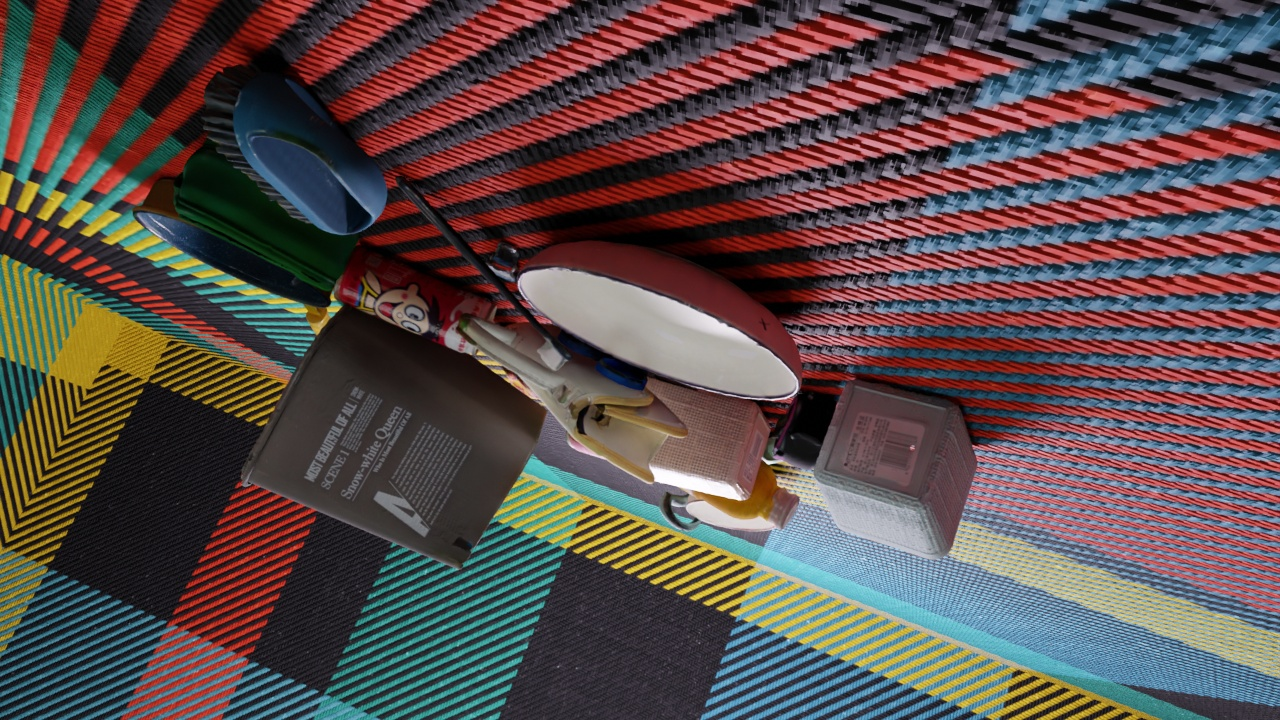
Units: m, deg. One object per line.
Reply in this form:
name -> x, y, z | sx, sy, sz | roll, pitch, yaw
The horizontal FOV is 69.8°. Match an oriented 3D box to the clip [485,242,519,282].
clip -> -0.100, -0.069, 0.665 | 0.025, 0.032, 0.057 | 27, 170, -7

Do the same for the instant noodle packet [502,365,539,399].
instant noodle packet -> -0.083, 0.023, 0.952 | 0.128, 0.044, 0.111 | 21, 163, 6

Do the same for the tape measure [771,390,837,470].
tape measure -> 0.125, 0.054, 0.707 | 0.039, 0.056, 0.058 | 22, 144, 4

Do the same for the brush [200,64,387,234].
brush -> -0.190, -0.116, 0.540 | 0.073, 0.055, 0.144 | 19, 166, 13

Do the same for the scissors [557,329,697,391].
scissors -> 0.006, 0.012, 0.729 | 0.172, 0.012, 0.132 | 25, -170, -29

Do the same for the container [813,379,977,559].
container -> 0.177, 0.074, 0.641 | 0.090, 0.090, 0.111 | 15, 162, 29

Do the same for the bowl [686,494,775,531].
bowl -> 0.116, 0.163, 1.123 | 0.113, 0.062, 0.114 | 11, 155, 5

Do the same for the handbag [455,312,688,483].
handbag -> -0.061, 0.012, 0.740 | 0.178, 0.063, 0.163 | 32, -175, -39

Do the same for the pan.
pan -> -0.373, -0.068, 0.977 | 0.198, 0.078, 0.357 | 15, 165, 28

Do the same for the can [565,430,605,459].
can -> -0.017, 0.097, 1.106 | 0.147, 0.057, 0.058 | 13, 164, 34

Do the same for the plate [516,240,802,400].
plate -> 0.016, -0.030, 0.589 | 0.192, 0.039, 0.192 | 21, 167, 5

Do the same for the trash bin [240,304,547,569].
trash bin -> -0.227, 0.071, 0.897 | 0.219, 0.199, 0.198 | 31, -168, -7

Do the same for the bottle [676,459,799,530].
bottle -> 0.067, 0.104, 0.909 | 0.189, 0.068, 0.068 | 29, 171, 22

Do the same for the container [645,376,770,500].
container -> 0.051, 0.072, 0.834 | 0.111, 0.089, 0.090 | 14, 165, 22

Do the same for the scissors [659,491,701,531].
scissors -> 0.062, 0.148, 1.191 | 0.019, 0.143, 0.179 | -28, 172, 30

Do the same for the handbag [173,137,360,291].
handbag -> -0.288, -0.114, 0.706 | 0.131, 0.068, 0.120 | 31, 172, -37

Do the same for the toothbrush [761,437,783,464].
toothbrush -> 0.120, 0.099, 0.965 | 0.026, 0.027, 0.225 | 58, 166, 3

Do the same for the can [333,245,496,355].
can -> -0.198, -0.052, 0.813 | 0.132, 0.053, 0.053 | 23, 167, -5

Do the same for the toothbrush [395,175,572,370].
toothbrush -> -0.107, -0.057, 0.633 | 0.181, 0.018, 0.016 | 50, 170, -29
